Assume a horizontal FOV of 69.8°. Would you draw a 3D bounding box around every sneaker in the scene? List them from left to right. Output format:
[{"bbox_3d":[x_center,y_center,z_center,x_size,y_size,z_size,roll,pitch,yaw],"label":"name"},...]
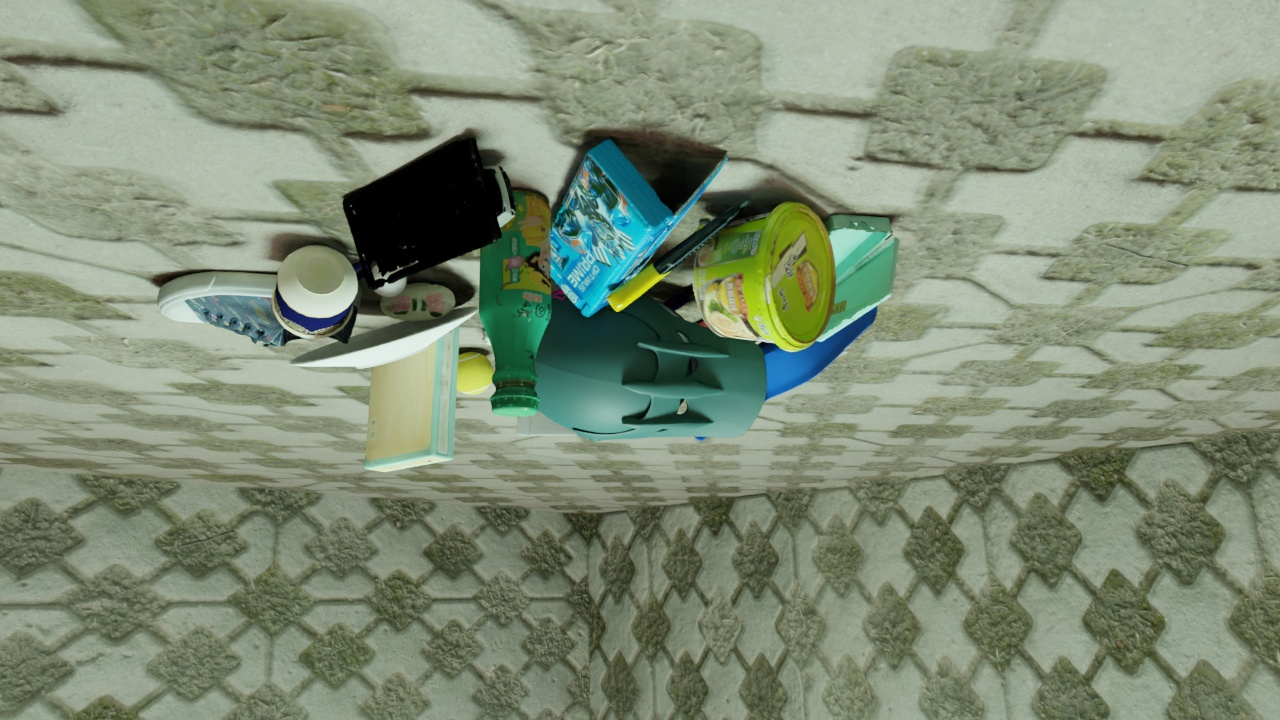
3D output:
[{"bbox_3d":[-0.448,-0.054,1.075,0.235,0.079,0.087,-1,165,-1],"label":"sneaker"}]

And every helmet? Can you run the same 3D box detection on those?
[{"bbox_3d":[-0.007,0.006,1.071,0.274,0.176,0.200,8,-167,-17],"label":"helmet"}]

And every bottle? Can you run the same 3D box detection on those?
[{"bbox_3d":[-0.118,-0.052,0.862,0.068,0.209,0.068,-2,165,-1],"label":"bottle"}]

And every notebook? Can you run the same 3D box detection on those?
[{"bbox_3d":[-0.091,0.054,1.365,0.178,0.013,0.245,0,-158,-6],"label":"notebook"}]

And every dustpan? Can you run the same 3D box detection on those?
[{"bbox_3d":[0.156,0.018,1.187,0.256,0.059,0.246,-31,-178,-31],"label":"dustpan"}]

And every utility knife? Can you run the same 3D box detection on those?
[{"bbox_3d":[0.040,-0.105,0.889,0.172,0.020,0.029,-36,179,1],"label":"utility knife"}]

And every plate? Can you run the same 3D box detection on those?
[{"bbox_3d":[-0.303,-0.018,1.110,0.229,0.030,0.229,-15,-169,3],"label":"plate"}]

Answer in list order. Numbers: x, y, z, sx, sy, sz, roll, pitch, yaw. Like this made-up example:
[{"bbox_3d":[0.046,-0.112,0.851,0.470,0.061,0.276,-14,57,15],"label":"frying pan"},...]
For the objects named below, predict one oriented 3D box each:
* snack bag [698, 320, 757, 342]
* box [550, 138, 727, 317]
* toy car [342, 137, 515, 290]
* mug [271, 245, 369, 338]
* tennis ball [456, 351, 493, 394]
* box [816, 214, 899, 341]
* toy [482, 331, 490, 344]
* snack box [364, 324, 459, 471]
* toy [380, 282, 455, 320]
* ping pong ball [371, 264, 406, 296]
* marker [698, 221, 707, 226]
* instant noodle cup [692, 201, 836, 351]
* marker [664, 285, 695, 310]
[{"bbox_3d":[0.129,-0.044,1.249,0.077,0.036,0.116,5,163,-26],"label":"snack bag"},{"bbox_3d":[-0.012,-0.137,0.890,0.115,0.094,0.244,-40,179,-22],"label":"box"},{"bbox_3d":[-0.182,-0.131,0.838,0.192,0.094,0.071,-14,-179,38],"label":"toy car"},{"bbox_3d":[-0.340,-0.084,0.995,0.111,0.085,0.089,-34,179,-29],"label":"mug"},{"bbox_3d":[-0.256,0.019,1.389,0.065,0.065,0.065,-1,165,-1],"label":"tennis ball"},{"bbox_3d":[0.214,-0.081,1.013,0.077,0.092,0.188,1,165,-13],"label":"box"},{"bbox_3d":[-0.157,-0.030,1.276,0.095,0.041,0.109,14,153,-40],"label":"toy"},{"bbox_3d":[-0.309,0.046,1.237,0.142,0.193,0.044,-13,159,36],"label":"snack box"},{"bbox_3d":[-0.265,-0.068,1.095,0.087,0.050,0.112,-4,-167,-7],"label":"toy"},{"bbox_3d":[-0.282,-0.091,1.027,0.040,0.040,0.040,-1,165,-1],"label":"ping pong ball"},{"bbox_3d":[0.072,-0.120,1.002,0.014,0.014,0.132,-3,165,6],"label":"marker"},{"bbox_3d":[0.123,-0.083,0.923,0.098,0.146,0.146,2,170,38],"label":"instant noodle cup"},{"bbox_3d":[0.065,-0.083,1.132,0.015,0.018,0.134,27,154,-21],"label":"marker"}]
